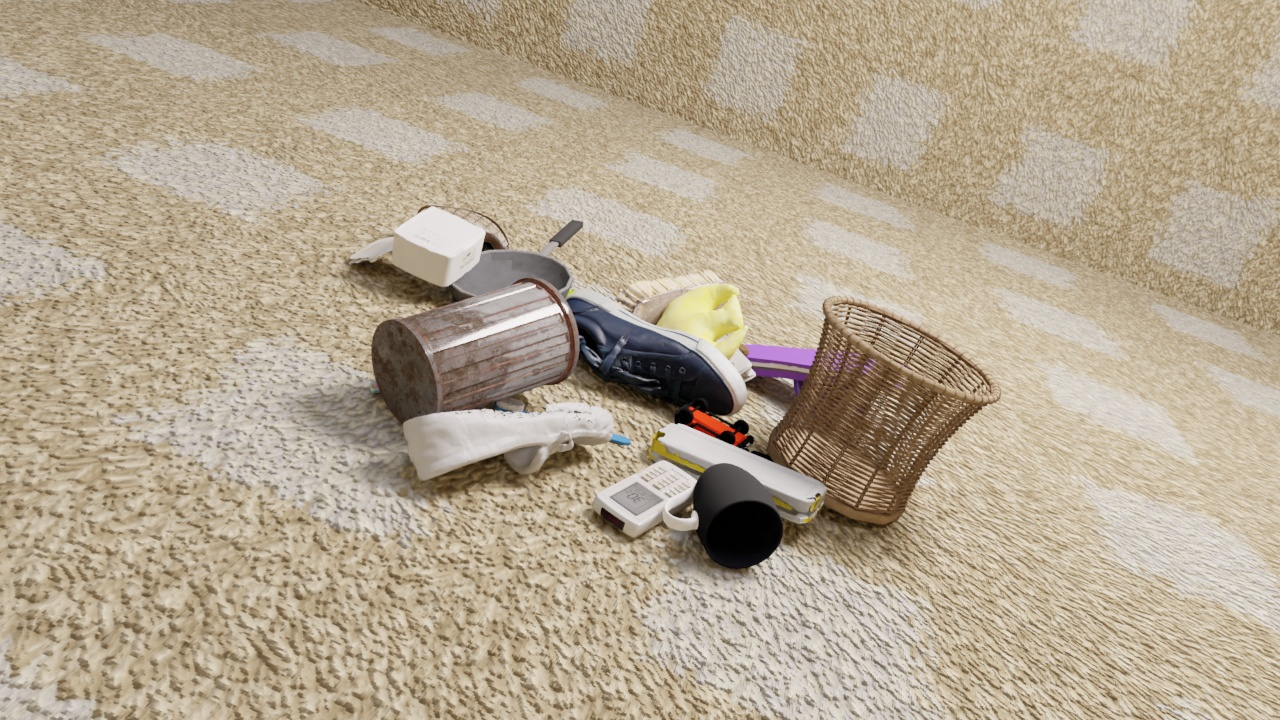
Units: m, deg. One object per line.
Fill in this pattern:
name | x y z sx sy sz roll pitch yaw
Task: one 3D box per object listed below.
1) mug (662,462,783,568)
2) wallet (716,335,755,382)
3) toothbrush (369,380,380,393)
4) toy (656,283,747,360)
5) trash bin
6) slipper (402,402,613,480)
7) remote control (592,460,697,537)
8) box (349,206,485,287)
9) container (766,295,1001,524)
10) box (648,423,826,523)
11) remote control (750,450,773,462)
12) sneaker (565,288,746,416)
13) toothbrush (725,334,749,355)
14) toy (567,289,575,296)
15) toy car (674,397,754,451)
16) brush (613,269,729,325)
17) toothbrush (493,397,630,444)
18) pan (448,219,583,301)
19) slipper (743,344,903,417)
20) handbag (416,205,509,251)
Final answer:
mug | 0.079 0.153 0.955 0.118 0.085 0.100 3 23 -11
wallet | 0.102 -0.002 1.308 0.086 0.032 0.116 -30 44 -14
toothbrush | -0.234 0.032 1.061 0.154 0.016 0.022 2 22 -31
toy | 0.076 -0.043 1.292 0.064 0.155 0.170 54 20 -37
trash bin | -0.176 -0.012 1.030 0.131 0.131 0.210 35 38 31
slipper | -0.128 0.083 0.965 0.246 0.074 0.112 -4 2 -43
remote control | 0.010 0.146 0.983 0.060 0.025 0.138 31 28 26
box | -0.317 -0.165 1.283 0.191 0.083 0.110 11 30 18
container | 0.282 0.062 1.114 0.227 0.196 0.226 21 23 -9
box | 0.109 0.125 1.050 0.210 0.033 0.064 22 28 25
remote control | 0.134 0.150 1.070 0.041 0.020 0.151 22 26 8
sneaker | -0.007 0.007 1.194 0.295 0.121 0.127 26 48 21
toothbrush | 0.129 -0.032 1.394 0.016 0.016 0.167 -6 17 -15
toy | -0.089 -0.072 1.350 0.093 0.036 0.094 25 32 1
toy car | 0.088 0.089 1.126 0.100 0.049 0.051 28 27 20
brush | 0.053 -0.086 1.419 0.057 0.083 0.270 32 29 28
toothbrush | -0.090 0.072 1.081 0.166 0.014 0.016 16 25 -7
pan | -0.160 -0.145 1.388 0.179 0.041 0.356 13 31 13
slipper | 0.251 0.037 1.321 0.267 0.084 0.107 7 16 28
handbag | -0.280 -0.177 1.412 0.166 0.063 0.138 1 40 -41
